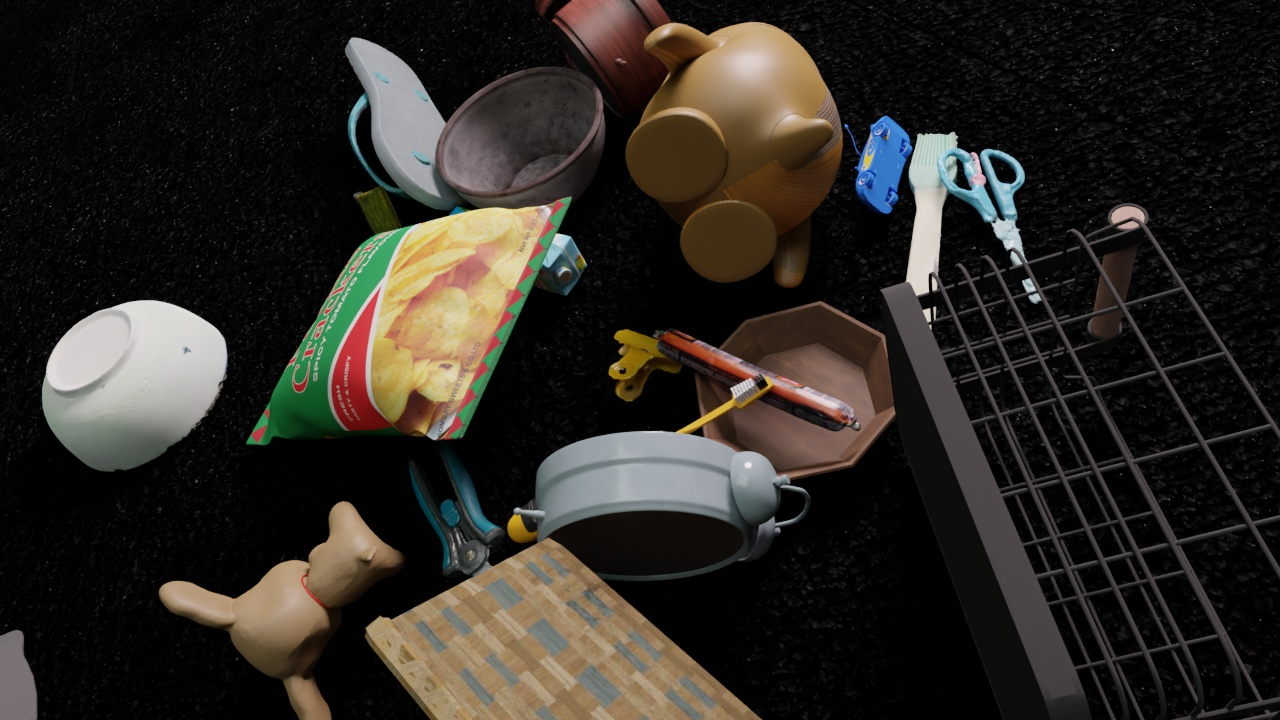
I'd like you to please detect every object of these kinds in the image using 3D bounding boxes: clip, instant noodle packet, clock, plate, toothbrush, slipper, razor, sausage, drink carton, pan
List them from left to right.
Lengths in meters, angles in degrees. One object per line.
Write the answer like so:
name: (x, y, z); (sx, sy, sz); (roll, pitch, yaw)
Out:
pan: (-0.565, 0.275, 0.664); (0.355, 0.024, 0.216); (12, 62, 27)
razor: (-0.239, -0.137, 0.809); (0.026, 0.042, 0.106); (-30, 28, -15)
instant noodle packet: (-0.176, -0.025, 0.674); (0.253, 0.090, 0.195); (-5, 53, 39)
slipper: (-0.214, -0.203, 0.832); (0.055, 0.098, 0.268); (-51, 45, 25)
drink carton: (-0.103, -0.088, 0.726); (0.129, 0.044, 0.038); (19, 65, 31)
clock: (-0.026, -0.276, 0.782); (0.072, 0.120, 0.157); (-39, 60, 1)
clip: (-0.004, 0.000, 0.634); (0.053, 0.039, 0.047); (21, 59, 30)
toothbrush: (-0.003, 0.063, 0.574); (0.197, 0.031, 0.031); (-32, 47, 14)
clock: (0.015, 0.085, 0.516); (0.159, 0.123, 0.045); (-2, 59, 3)
sausage: (0.067, 0.011, 0.574); (0.155, 0.020, 0.020); (25, 68, 32)
plate: (0.100, 0.024, 0.583); (0.131, 0.025, 0.131); (-10, 54, 14)

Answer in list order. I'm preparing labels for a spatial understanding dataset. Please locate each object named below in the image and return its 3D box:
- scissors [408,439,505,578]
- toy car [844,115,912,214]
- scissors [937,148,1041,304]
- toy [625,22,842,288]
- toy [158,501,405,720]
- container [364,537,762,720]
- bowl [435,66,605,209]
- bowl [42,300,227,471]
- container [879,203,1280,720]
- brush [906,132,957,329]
scissors: (-0.124, 0.114, 0.612); (0.138, 0.019, 0.129); (1, 66, 30)
toy car: (0.164, -0.146, 0.680); (0.062, 0.033, 0.091); (-9, 56, 56)
scissors: (0.246, -0.092, 0.617); (0.063, 0.015, 0.138); (-6, 63, -10)
toy: (0.066, -0.168, 0.662); (0.163, 0.198, 0.202); (-21, 30, 27)
toy: (-0.206, 0.148, 0.576); (0.108, 0.134, 0.106); (-45, 11, -12)
container: (-0.036, 0.226, 0.419); (0.186, 0.158, 0.250); (-40, 52, -23)
bowl: (-0.090, -0.169, 0.762); (0.145, 0.067, 0.144); (-10, 54, 14)
bowl: (-0.434, 0.010, 0.767); (0.153, 0.073, 0.153); (-11, 54, 15)
container: (0.210, 0.066, 0.422); (0.130, 0.163, 0.241); (-17, 54, 9)
brush: (0.194, -0.073, 0.626); (0.033, 0.012, 0.217); (3, 60, 22)
